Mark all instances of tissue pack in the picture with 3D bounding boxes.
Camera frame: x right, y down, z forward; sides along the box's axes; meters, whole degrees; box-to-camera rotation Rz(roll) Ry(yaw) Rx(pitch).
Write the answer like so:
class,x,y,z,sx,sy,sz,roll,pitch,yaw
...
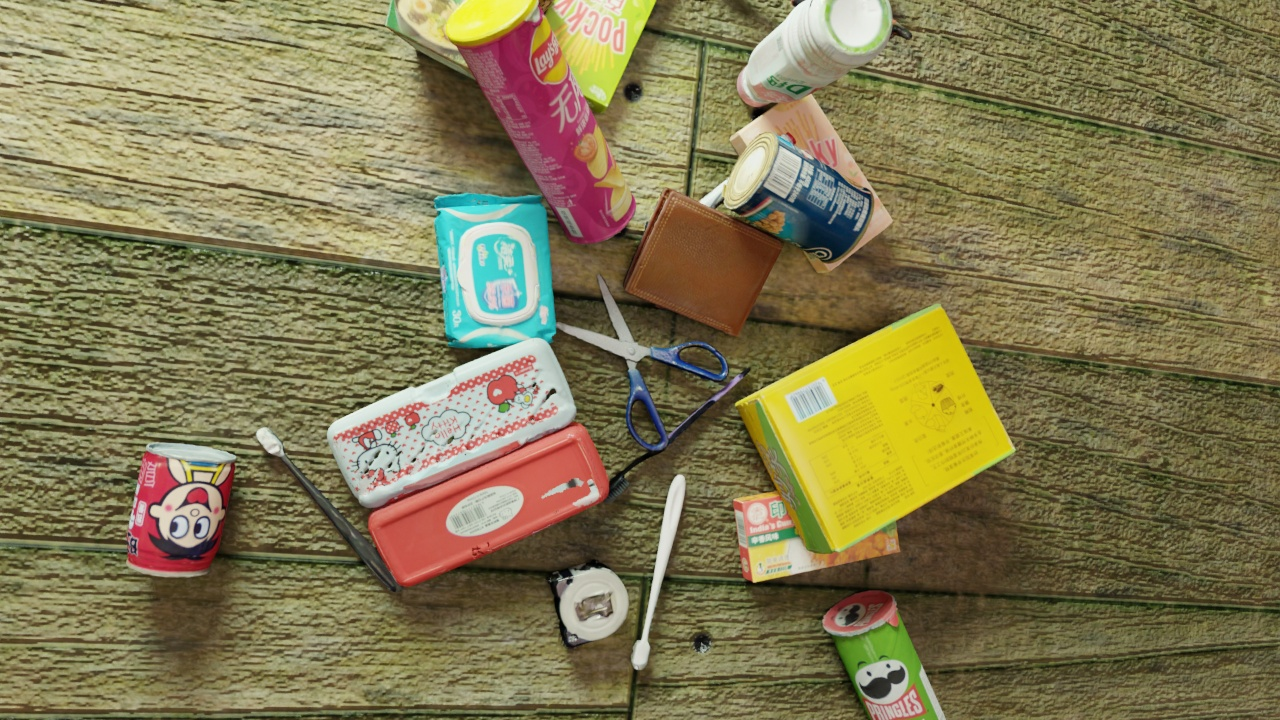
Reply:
class,x,y,z,sx,sy,sz,roll,pitch,yaw
tissue pack,-0.124,-0.076,0.782,0.093,0.050,0.133,-6,92,-14

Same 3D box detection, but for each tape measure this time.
class,x,y,z,sx,sy,sz,roll,pitch,yaw
tape measure,-0.045,0.214,0.818,0.066,0.033,0.066,-15,96,-14

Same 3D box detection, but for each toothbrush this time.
class,x,y,z,sx,sy,sz,roll,pitch,yaw
toothbrush,-0.259,0.127,0.769,0.015,0.018,0.181,-40,102,-14
toothbrush,0.034,0.069,0.846,0.188,0.014,0.017,-40,108,-11
toothbrush,0.017,0.193,0.845,0.016,0.016,0.180,14,85,-17

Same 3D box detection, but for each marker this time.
class,x,y,z,sx,sy,sz,roll,pitch,yaw
marker,0.080,-0.157,0.834,0.145,0.017,0.017,-38,100,4

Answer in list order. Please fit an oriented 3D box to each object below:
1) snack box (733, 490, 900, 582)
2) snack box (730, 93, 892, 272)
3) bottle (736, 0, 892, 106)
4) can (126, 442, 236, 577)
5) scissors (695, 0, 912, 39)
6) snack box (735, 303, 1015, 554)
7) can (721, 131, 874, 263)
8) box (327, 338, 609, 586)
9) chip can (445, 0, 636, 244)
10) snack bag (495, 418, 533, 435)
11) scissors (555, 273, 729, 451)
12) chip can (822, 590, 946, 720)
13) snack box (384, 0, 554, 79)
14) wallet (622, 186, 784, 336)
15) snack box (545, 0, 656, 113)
class,x,y,z,sx,sy,sz,roll,pitch,yaw
snack box,0.169,0.158,0.876,0.155,0.027,0.077,-8,91,-15
snack box,0.162,-0.170,0.868,0.084,0.026,0.157,-38,100,-11
bottle,0.133,-0.257,0.770,0.068,0.197,0.068,-1,92,-16
can,-0.359,0.116,0.716,0.066,0.066,0.094,11,88,-15
scissors,0.148,-0.335,0.831,0.225,0.015,0.188,26,46,16
snack box,0.216,0.062,0.846,0.209,0.070,0.157,-25,87,-17
can,0.137,-0.142,0.802,0.111,0.075,0.075,25,85,-21
box,-0.141,0.085,0.767,0.201,0.039,0.158,-24,105,-3
chip can,-0.071,-0.188,0.727,0.071,0.071,0.211,-42,138,-11
snack bag,-0.090,0.077,0.806,0.104,0.026,0.048,40,82,-12
scissors,0.003,0.001,0.832,0.174,0.012,0.162,-1,85,-14
chip can,0.255,0.340,0.879,0.072,0.072,0.236,-27,98,-13
snack box,-0.143,-0.291,0.741,0.117,0.118,0.105,28,96,1
wallet,0.056,-0.086,0.828,0.124,0.032,0.101,21,105,-15
snack box,-0.037,-0.309,0.813,0.085,0.026,0.156,26,85,-13
